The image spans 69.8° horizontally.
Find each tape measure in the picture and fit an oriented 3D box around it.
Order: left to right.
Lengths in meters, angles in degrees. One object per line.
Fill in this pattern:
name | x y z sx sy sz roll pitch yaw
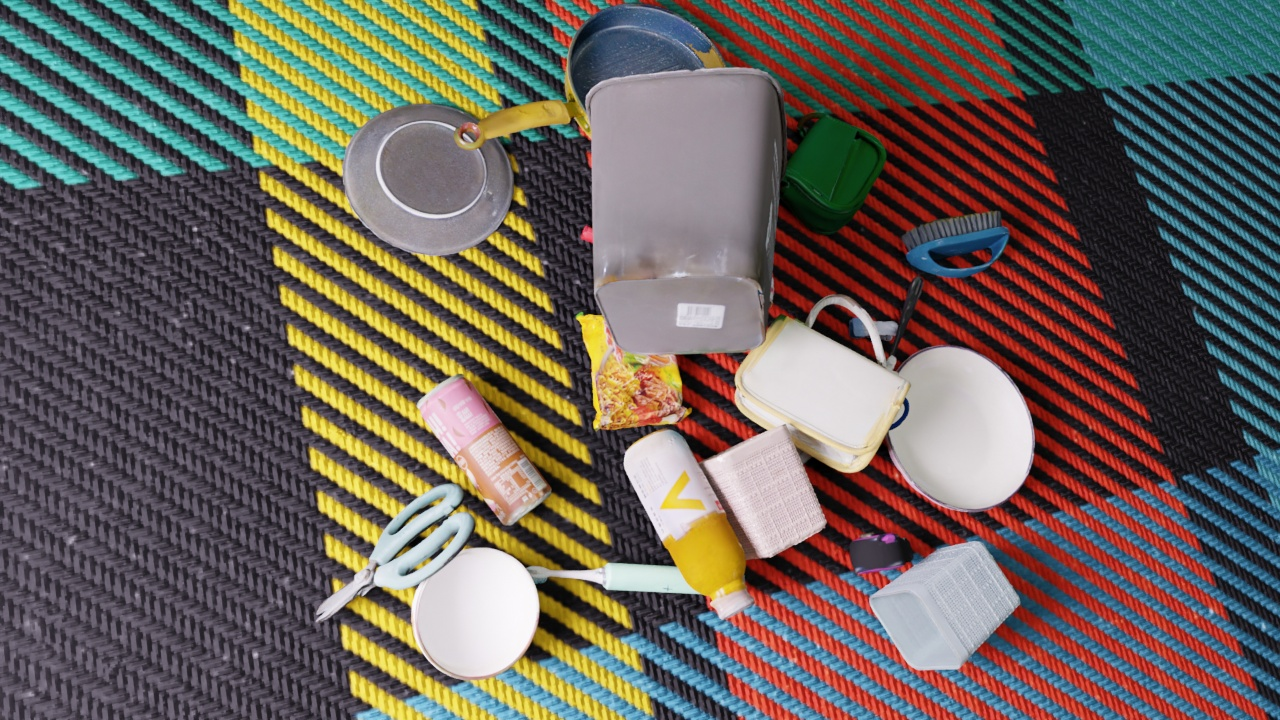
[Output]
tape measure | 0.250 0.201 0.967 0.057 0.057 0.039 5 69 -40

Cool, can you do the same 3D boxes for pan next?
pan | -0.051 -0.290 1.019 0.356 0.078 0.197 -29 83 -23

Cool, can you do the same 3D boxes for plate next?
plate | -0.221 -0.198 0.969 0.179 0.024 0.179 5 71 -15
plate | 0.356 0.079 1.046 0.192 0.039 0.192 5 72 -15

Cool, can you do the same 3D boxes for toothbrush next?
toothbrush | -0.003 0.214 0.903 0.224 0.027 0.026 7 35 -15
toothbrush | 0.304 -0.043 1.059 0.015 0.018 0.180 25 49 8

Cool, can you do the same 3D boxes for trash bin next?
trash bin | 0.047 -0.136 0.901 0.199 0.199 0.219 -2 63 10

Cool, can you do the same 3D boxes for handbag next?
handbag | 0.219 -0.225 1.092 0.120 0.068 0.131 34 68 4
handbag | 0.206 0.014 0.987 0.163 0.063 0.178 30 66 17

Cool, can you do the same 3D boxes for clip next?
clip | 0.272 -0.036 1.069 0.057 0.032 0.025 7 68 -11

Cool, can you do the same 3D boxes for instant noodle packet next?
instant noodle packet | -0.006 0.006 0.960 0.110 0.044 0.128 -4 74 -22

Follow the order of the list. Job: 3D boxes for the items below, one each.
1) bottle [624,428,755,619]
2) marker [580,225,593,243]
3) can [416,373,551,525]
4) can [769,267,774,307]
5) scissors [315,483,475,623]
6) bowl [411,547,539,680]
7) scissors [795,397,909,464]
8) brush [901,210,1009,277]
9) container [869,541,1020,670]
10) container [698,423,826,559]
bottle | 0.050 0.160 0.898 0.068 0.068 0.189 -21 69 -22
marker | 0.004 -0.115 1.015 0.145 0.017 0.017 21 68 -10
can | -0.150 0.086 0.883 0.057 0.058 0.147 -36 86 -23
can | 0.122 -0.124 1.032 0.053 0.053 0.132 5 72 -15
scissors | -0.227 0.174 0.834 0.180 0.143 0.019 -33 121 6
bowl | -0.155 0.226 0.829 0.113 0.062 0.113 5 79 -28
scissors | 0.219 0.080 0.995 0.133 0.012 0.172 21 70 16
brush | 0.388 -0.137 1.115 0.143 0.055 0.073 -13 77 -20
container | 0.319 0.251 0.956 0.111 0.090 0.090 -30 84 -26
container | 0.122 0.137 0.933 0.090 0.090 0.111 -23 83 -22
